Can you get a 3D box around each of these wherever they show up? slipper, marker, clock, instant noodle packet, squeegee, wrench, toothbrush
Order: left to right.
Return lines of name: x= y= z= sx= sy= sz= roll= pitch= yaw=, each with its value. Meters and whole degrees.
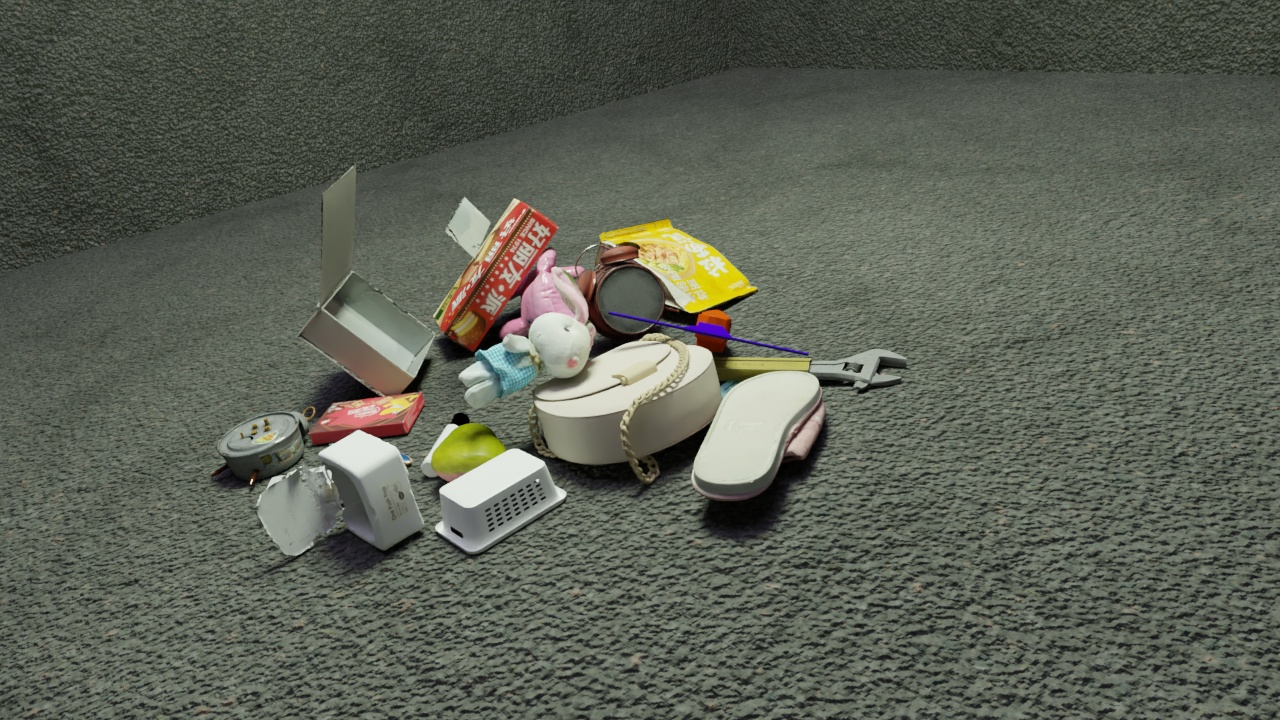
clock: x=-0.481 y=0.102 z=1.194 sx=0.104 sy=0.056 sz=0.147 roll=5 pitch=31 yaw=31
toothbrush: x=-0.341 y=0.118 z=1.151 sx=0.135 sy=0.017 sz=0.021 roll=3 pitch=30 yaw=27
marker: x=-0.239 y=0.101 z=1.137 sx=0.025 sy=0.025 sz=0.125 roll=-5 pitch=25 yaw=11
clock: x=-0.032 y=-0.098 z=1.323 sx=0.120 sy=0.157 sz=0.072 roll=-44 pitch=12 yaw=-8
instant noodle packet: x=0.059 y=-0.142 z=1.469 sx=0.162 sy=0.084 sz=0.222 roll=-19 pitch=40 yaw=-41
squeegee: x=0.097 y=-0.039 z=1.205 sx=0.250 sy=0.055 sz=0.184 roll=12 pitch=-3 yaw=10
slipper: x=0.130 y=0.083 z=0.996 sx=0.114 sy=0.054 sz=0.273 roll=2 pitch=25 yaw=26
wrench: x=0.193 y=0.010 z=1.150 sx=0.273 sy=0.018 sz=0.083 roll=1 pitch=32 yaw=11

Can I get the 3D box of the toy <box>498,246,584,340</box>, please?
toy: x=-0.144 y=-0.110 z=1.429 sx=0.186 sy=0.128 sz=0.265 roll=-17 pitch=26 yaw=-8

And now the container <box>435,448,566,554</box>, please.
container: x=-0.153 y=0.144 z=0.980 sx=0.129 sy=0.049 sz=0.081 roll=-28 pitch=30 yaw=-34

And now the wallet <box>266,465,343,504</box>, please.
wallet: x=-0.388 y=0.147 z=1.090 sx=0.116 sy=0.032 sz=0.086 roll=-14 pitch=22 yaw=-8

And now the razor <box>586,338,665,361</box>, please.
razor: x=-0.007 y=0.007 z=1.229 sx=0.140 sy=0.053 sz=0.063 roll=-13 pitch=57 yaw=8

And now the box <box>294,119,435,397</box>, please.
box: x=-0.404 y=-0.129 z=1.285 sx=0.150 sy=0.369 sz=0.166 roll=-9 pitch=25 yaw=3

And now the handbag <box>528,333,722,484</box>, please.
handbag: x=-0.013 y=0.052 z=1.089 sx=0.210 sy=0.103 sz=0.209 roll=-27 pitch=21 yaw=-32

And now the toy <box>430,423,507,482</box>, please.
toy: x=-0.197 y=0.107 z=1.078 sx=0.090 sy=0.051 sz=0.109 roll=-7 pitch=22 yaw=1

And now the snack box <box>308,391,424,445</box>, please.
snack box: x=-0.368 y=0.078 z=1.242 sx=0.133 sy=0.021 sz=0.089 roll=-7 pitch=24 yaw=7

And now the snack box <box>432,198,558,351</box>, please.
snack box: x=-0.229 y=-0.135 z=1.433 sx=0.236 sy=0.060 sz=0.113 roll=-55 pitch=26 yaw=3

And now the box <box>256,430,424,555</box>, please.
box: x=-0.325 y=0.151 z=0.964 sx=0.124 sy=0.109 sz=0.136 roll=13 pitch=32 yaw=44

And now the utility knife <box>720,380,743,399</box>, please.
utility knife: x=0.111 y=0.037 z=1.154 sx=0.022 sy=0.015 sz=0.128 roll=36 pitch=49 yaw=26

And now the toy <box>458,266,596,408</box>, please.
toy: x=-0.121 y=-0.011 z=1.074 sx=0.204 sy=0.131 sz=0.106 roll=-35 pitch=37 yaw=-30
